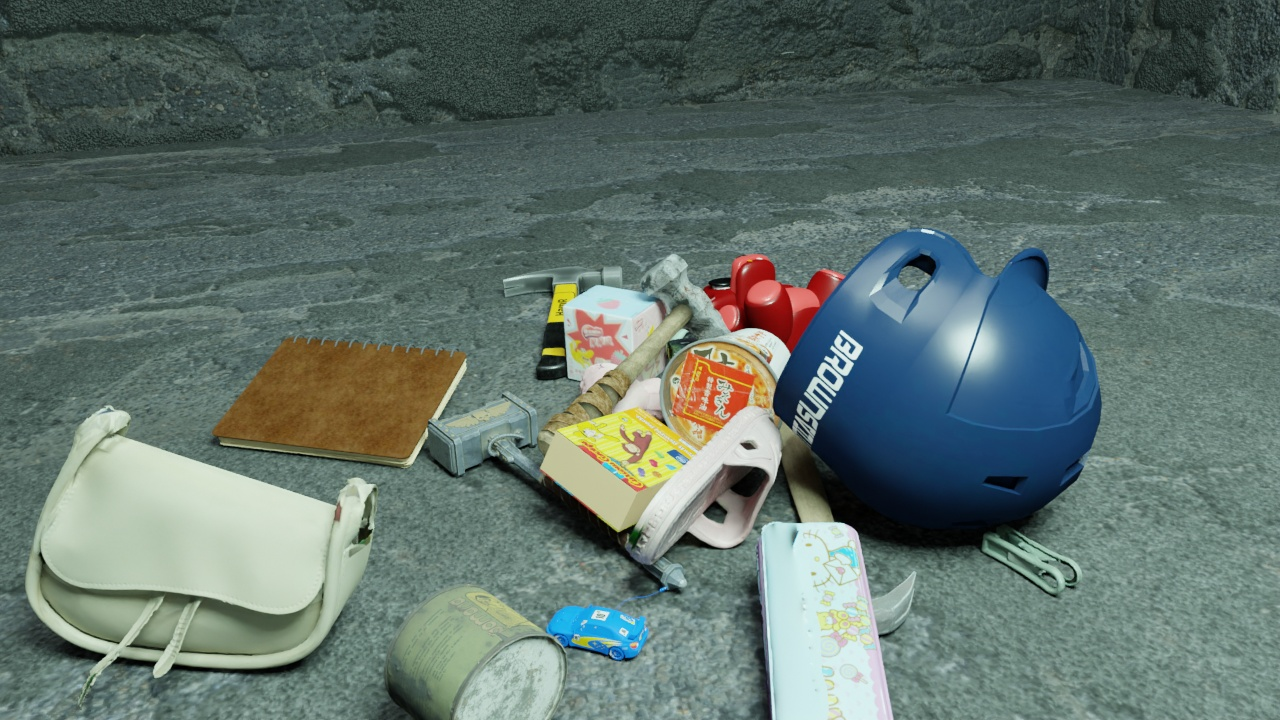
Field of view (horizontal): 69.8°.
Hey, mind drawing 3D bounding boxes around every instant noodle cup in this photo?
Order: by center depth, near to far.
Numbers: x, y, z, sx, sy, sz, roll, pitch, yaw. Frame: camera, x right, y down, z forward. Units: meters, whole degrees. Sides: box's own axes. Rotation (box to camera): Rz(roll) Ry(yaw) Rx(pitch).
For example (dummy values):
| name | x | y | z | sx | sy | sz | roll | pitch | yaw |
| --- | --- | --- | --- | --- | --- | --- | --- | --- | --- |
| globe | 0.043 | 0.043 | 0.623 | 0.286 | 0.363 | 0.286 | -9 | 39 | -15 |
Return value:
| name | x | y | z | sx | sy | sz | roll | pitch | yaw |
| --- | --- | --- | --- | --- | --- | --- | --- | --- | --- |
| instant noodle cup | 0.098 | 0.023 | 0.923 | 0.124 | 0.124 | 0.121 | 8 | 19 | 21 |

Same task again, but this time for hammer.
| name | x | y | z | sx | sy | sz | roll | pitch | yaw |
| --- | --- | --- | --- | --- | --- | --- | --- | --- | --- |
| hammer | 0.149 | 0.129 | 0.799 | 0.119 | 0.031 | 0.330 | -1 | 22 | 0 |
| hammer | -0.070 | 0.118 | 0.816 | 0.098 | 0.044 | 0.322 | -21 | 33 | -35 |
| hammer | -0.005 | 0.005 | 0.921 | 0.049 | 0.121 | 0.317 | -32 | 10 | 41 |
| hammer | -0.109 | -0.055 | 1.206 | 0.170 | 0.034 | 0.323 | -3 | 26 | 1 |

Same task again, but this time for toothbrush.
| name | x | y | z | sx | sy | sz | roll | pitch | yaw |
| --- | --- | --- | --- | --- | --- | --- | --- | --- | --- |
| toothbrush | 0.048 | -0.030 | 1.154 | 0.022 | 0.015 | 0.154 | 38 | 36 | 8 |

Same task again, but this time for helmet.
| name | x | y | z | sx | sy | sz | roll | pitch | yaw |
| --- | --- | --- | --- | --- | --- | --- | --- | --- | --- |
| helmet | 0.272 | 0.022 | 0.771 | 0.223 | 0.233 | 0.271 | 38 | 52 | 21 |

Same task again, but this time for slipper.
| name | x | y | z | sx | sy | sz | roll | pitch | yaw |
| --- | --- | --- | --- | --- | --- | --- | --- | --- | --- |
| slipper | 0.072 | 0.107 | 0.753 | 0.064 | 0.094 | 0.238 | 33 | 27 | 17 |

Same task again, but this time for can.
| name | x | y | z | sx | sy | sz | roll | pitch | yaw |
| --- | --- | --- | --- | --- | --- | --- | --- | --- | --- |
| can | -0.104 | 0.197 | 0.580 | 0.075 | 0.090 | 0.089 | 20 | 33 | 40 |

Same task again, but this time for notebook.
| name | x | y | z | sx | sy | sz | roll | pitch | yaw |
| --- | --- | --- | --- | --- | --- | --- | --- | --- | --- |
| notebook | -0.311 | 0.037 | 0.973 | 0.226 | 0.024 | 0.167 | 5 | 43 | 14 |

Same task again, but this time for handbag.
| name | x | y | z | sx | sy | sz | roll | pitch | yaw |
| --- | --- | --- | --- | --- | --- | --- | --- | --- | --- |
| handbag | -0.310 | 0.142 | 0.630 | 0.229 | 0.184 | 0.131 | 16 | 28 | -1 |

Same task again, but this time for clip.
| name | x | y | z | sx | sy | sz | roll | pitch | yaw |
| --- | --- | --- | --- | --- | --- | --- | --- | --- | --- |
| clip | 0.307 | 0.156 | 0.722 | 0.044 | 0.023 | 0.076 | -16 | 26 | -25 |

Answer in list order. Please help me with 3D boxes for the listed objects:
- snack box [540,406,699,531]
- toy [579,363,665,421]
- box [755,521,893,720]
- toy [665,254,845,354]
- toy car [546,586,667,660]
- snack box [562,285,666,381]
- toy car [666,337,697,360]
| name | x | y | z | sx | sy | sz | roll | pitch | yaw |
| --- | --- | --- | --- | --- | --- | --- | --- | --- | --- |
| snack box | -0.010 | 0.089 | 0.791 | 0.088 | 0.040 | 0.125 | 34 | 23 | 24 |
| toy | -0.012 | 0.039 | 0.972 | 0.105 | 0.053 | 0.108 | 7 | 22 | -17 |
| box | 0.119 | 0.189 | 0.603 | 0.076 | 0.033 | 0.213 | 0 | 36 | 3 |
| toy | 0.142 | -0.068 | 1.119 | 0.158 | 0.120 | 0.197 | -17 | 21 | -32 |
| toy car | -0.024 | 0.177 | 0.652 | 0.092 | 0.062 | 0.033 | 7 | 26 | 19 |
| snack box | -0.029 | -0.026 | 1.054 | 0.093 | 0.095 | 0.079 | 13 | 28 | 27 |
| toy car | 0.064 | 0.012 | 1.038 | 0.048 | 0.033 | 0.105 | -5 | 37 | -20 |
